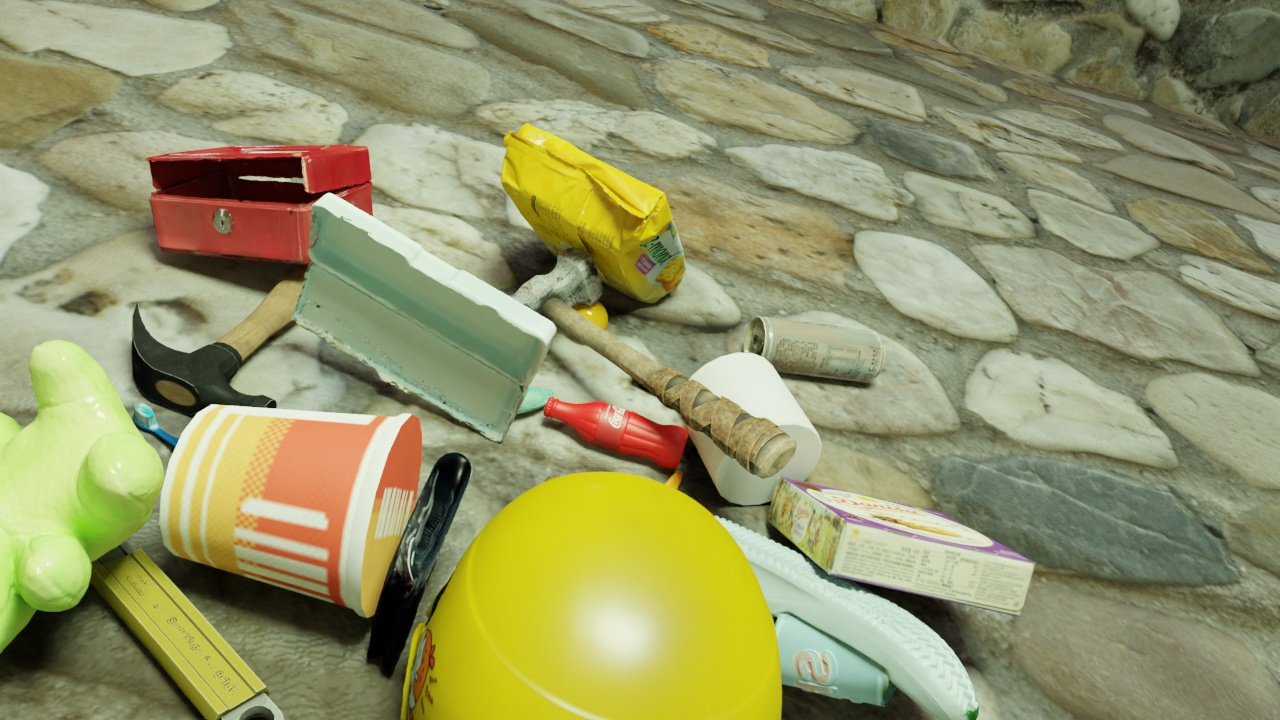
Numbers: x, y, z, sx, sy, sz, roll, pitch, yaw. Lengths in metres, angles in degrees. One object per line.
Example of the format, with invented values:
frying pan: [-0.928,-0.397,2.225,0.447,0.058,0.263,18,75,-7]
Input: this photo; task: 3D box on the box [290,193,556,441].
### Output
box: [-0.168,-0.030,0.699,0.197,0.135,0.040,31,46,2]

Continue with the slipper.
slipper: [0.104,0.173,0.611,0.245,0.074,0.104,25,3,28]

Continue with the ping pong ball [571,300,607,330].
ping pong ball: [-0.051,-0.039,0.876,0.040,0.040,0.040,12,35,-9]

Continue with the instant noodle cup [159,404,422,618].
instant noodle cup: [-0.211,0.084,0.564,0.121,0.124,0.123,10,34,-1]

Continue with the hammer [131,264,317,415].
hammer: [-0.305,-0.054,0.788,0.132,0.040,0.304,22,33,1]

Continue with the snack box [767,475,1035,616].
snack box: [0.184,0.133,0.678,0.143,0.040,0.148,14,3,-9]

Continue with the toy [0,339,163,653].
toy: [-0.346,0.095,0.483,0.196,0.107,0.150,-41,65,-12]

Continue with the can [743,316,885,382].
can: [0.176,-0.011,0.928,0.135,0.054,0.054,7,36,-16]

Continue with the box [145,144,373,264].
box: [-0.333,-0.145,0.819,0.158,0.093,0.129,3,22,13]

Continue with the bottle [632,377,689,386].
bottle: [0.043,0.030,0.835,0.106,0.025,0.025,26,35,12]

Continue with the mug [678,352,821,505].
mug: [0.101,0.060,0.768,0.121,0.091,0.090,17,30,-33]

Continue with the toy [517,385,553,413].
toy: [-0.130,0.015,0.774,0.105,0.033,0.084,32,22,16]

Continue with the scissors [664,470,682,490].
scissors: [0.008,0.123,0.700,0.125,0.011,0.128,9,37,-12]

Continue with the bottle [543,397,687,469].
bottle: [-0.022,0.056,0.758,0.119,0.036,0.036,18,34,1]

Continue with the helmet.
helmet: [-0.015,0.149,0.490,0.209,0.140,0.239,13,55,-8]

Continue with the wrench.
wrench: [-0.300,0.134,0.537,0.273,0.018,0.083,35,38,24]

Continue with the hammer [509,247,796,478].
hammer: [-0.004,0.004,0.751,0.121,0.049,0.319,-39,48,-21]

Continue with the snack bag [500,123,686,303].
snack bag: [-0.044,-0.131,0.890,0.159,0.068,0.247,31,-6,13]

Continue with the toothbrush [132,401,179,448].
toothbrush: [-0.305,0.067,0.631,0.135,0.017,0.021,31,46,19]

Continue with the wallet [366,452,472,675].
wallet: [-0.138,0.122,0.567,0.026,0.089,0.114,20,33,-7]
